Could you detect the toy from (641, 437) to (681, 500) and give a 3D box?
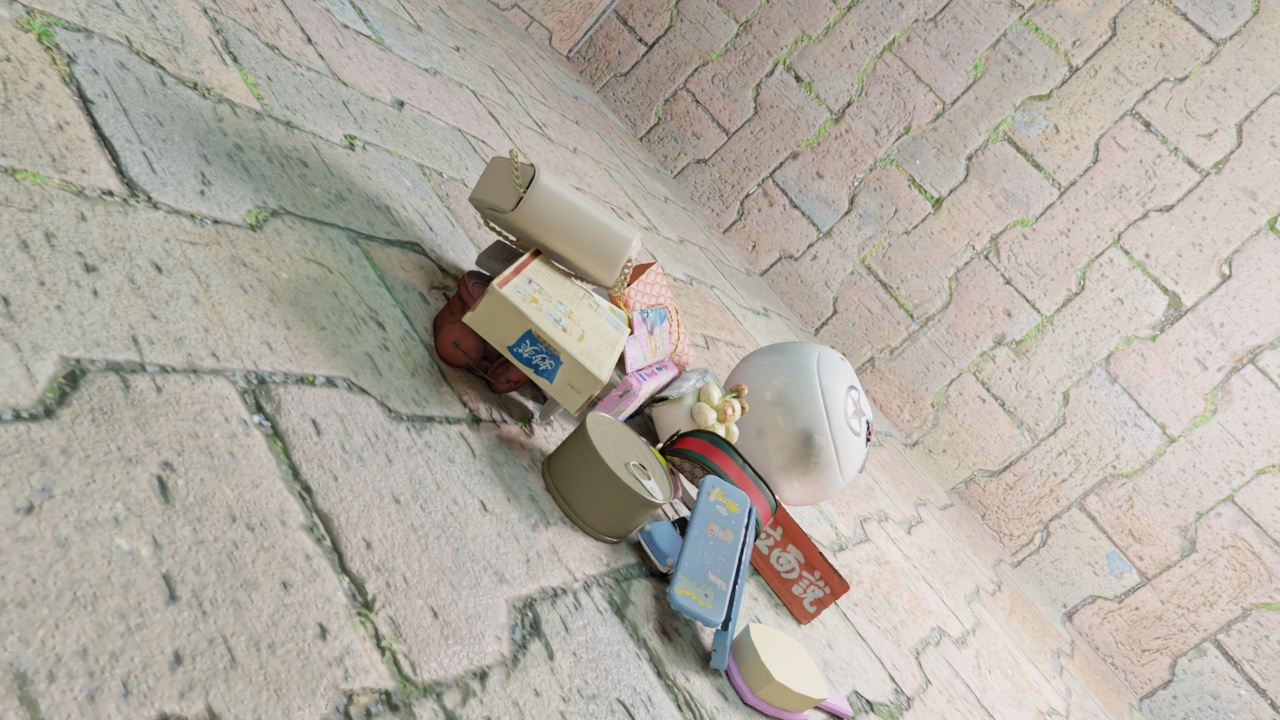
[{"bbox_3d":[0.005,0.131,1.111,0.102,0.050,0.093,48,8,13],"label":"toy"}]

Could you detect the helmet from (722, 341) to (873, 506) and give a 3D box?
[{"bbox_3d":[0.225,0.112,1.385,0.163,0.237,0.264,-39,120,-65],"label":"helmet"}]

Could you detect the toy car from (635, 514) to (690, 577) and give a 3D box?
[{"bbox_3d":[0.052,0.206,1.040,0.056,0.055,0.153,53,18,24],"label":"toy car"}]

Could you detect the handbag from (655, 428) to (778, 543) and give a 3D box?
[{"bbox_3d":[0.085,0.157,1.139,0.166,0.139,0.063,48,56,-7],"label":"handbag"}]

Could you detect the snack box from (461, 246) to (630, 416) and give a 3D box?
[{"bbox_3d":[-0.095,-0.038,1.002,0.153,0.055,0.207,41,17,-7],"label":"snack box"}]

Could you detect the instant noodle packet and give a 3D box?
[{"bbox_3d":[0.219,0.276,1.307,0.164,0.084,0.221,49,5,16],"label":"instant noodle packet"}]

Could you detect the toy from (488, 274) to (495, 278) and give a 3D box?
[{"bbox_3d":[-0.165,-0.077,1.188,0.124,0.097,0.131,60,2,24],"label":"toy"}]

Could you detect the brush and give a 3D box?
[{"bbox_3d":[0.177,0.354,1.011,0.228,0.043,0.089,32,21,-38],"label":"brush"}]

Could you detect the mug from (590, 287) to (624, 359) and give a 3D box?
[{"bbox_3d":[-0.039,-0.053,1.428,0.089,0.074,0.105,23,53,-52],"label":"mug"}]

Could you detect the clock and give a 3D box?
[{"bbox_3d":[-0.172,-0.029,1.030,0.120,0.072,0.157,35,19,-31],"label":"clock"}]

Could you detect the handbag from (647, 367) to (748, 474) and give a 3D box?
[{"bbox_3d":[0.088,0.071,1.283,0.171,0.123,0.112,-39,111,-64],"label":"handbag"}]

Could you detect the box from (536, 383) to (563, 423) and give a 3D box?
[{"bbox_3d":[-0.105,0.011,1.089,0.136,0.083,0.143,50,10,13],"label":"box"}]

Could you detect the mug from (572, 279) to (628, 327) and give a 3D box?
[{"bbox_3d":[-0.082,-0.059,1.302,0.106,0.083,0.082,33,21,-35],"label":"mug"}]

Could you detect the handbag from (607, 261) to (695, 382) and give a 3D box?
[{"bbox_3d":[0.019,-0.050,1.401,0.108,0.060,0.172,-46,122,-43],"label":"handbag"}]

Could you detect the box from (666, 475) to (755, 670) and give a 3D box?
[{"bbox_3d":[0.089,0.218,0.981,0.120,0.049,0.209,60,27,-21],"label":"box"}]

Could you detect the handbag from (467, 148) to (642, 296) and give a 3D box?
[{"bbox_3d":[-0.101,-0.174,1.131,0.210,0.103,0.209,31,-3,-22],"label":"handbag"}]

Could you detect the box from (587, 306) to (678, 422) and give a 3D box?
[{"bbox_3d":[0.006,0.012,1.224,0.066,0.159,0.230,21,10,12],"label":"box"}]

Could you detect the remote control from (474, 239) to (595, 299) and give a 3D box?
[{"bbox_3d":[-0.129,-0.098,1.146,0.151,0.019,0.074,30,27,-1],"label":"remote control"}]

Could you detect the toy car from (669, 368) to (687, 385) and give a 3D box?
[{"bbox_3d":[0.071,0.053,1.466,0.105,0.048,0.033,51,21,16],"label":"toy car"}]

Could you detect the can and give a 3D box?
[{"bbox_3d":[-0.035,0.126,0.989,0.128,0.073,0.127,41,17,-16],"label":"can"}]
